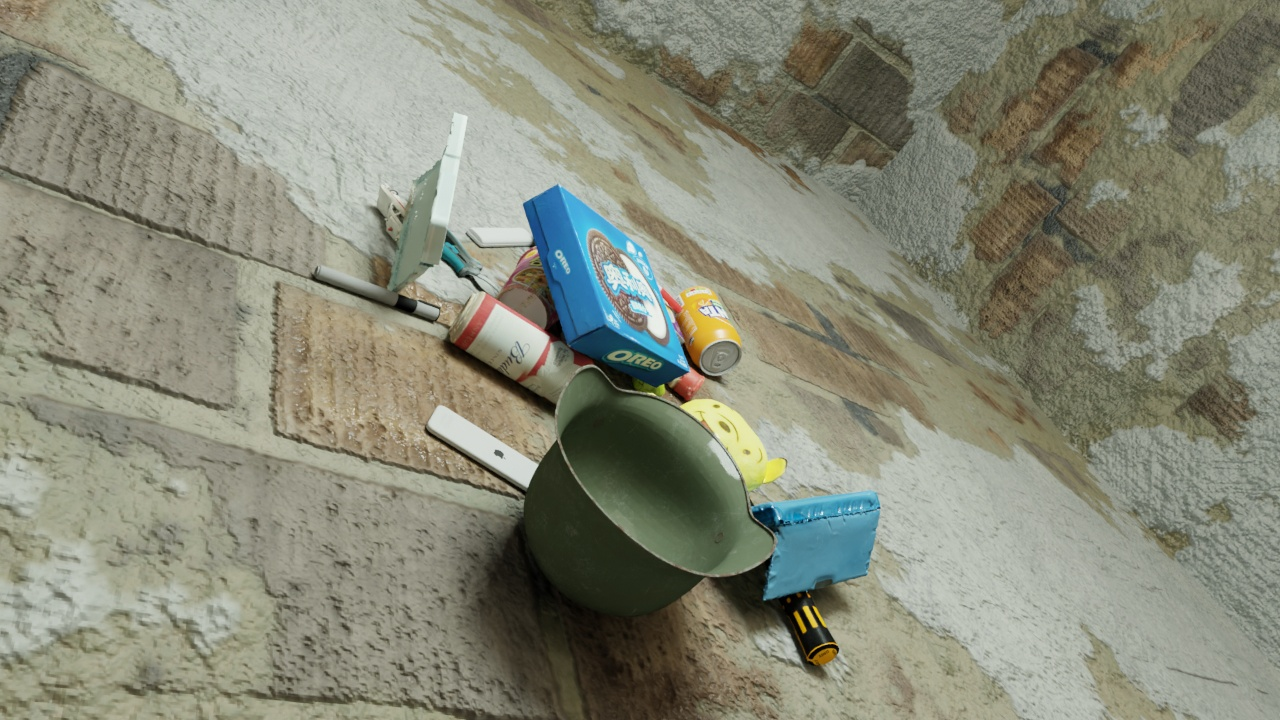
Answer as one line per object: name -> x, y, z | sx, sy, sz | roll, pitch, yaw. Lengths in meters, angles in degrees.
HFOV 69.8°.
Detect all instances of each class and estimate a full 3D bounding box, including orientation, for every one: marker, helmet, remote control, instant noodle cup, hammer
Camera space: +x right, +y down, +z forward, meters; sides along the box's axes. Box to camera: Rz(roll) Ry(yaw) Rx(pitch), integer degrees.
marker -> 0.022, -0.113, 1.355 | 0.142, 0.013, 0.012 | 44, 14, -43
marker -> -0.281, -0.072, 0.987 | 0.140, 0.016, 0.016 | 21, 29, -35
helmet -> -0.009, 0.133, 0.830 | 0.227, 0.154, 0.267 | 43, 29, 7
remote control -> -0.197, -0.177, 1.305 | 0.033, 0.012, 0.130 | 45, 24, 14
marker -> -0.088, -0.011, 1.164 | 0.011, 0.011, 0.152 | 20, 30, -36
instant noodle cup -> -0.130, -0.078, 1.135 | 0.097, 0.098, 0.108 | 37, 32, -4
remote control -> -0.142, 0.093, 0.897 | 0.146, 0.008, 0.045 | 34, 23, -11
hammer -> 0.146, 0.214, 1.067 | 0.123, 0.036, 0.320 | 19, 28, -30

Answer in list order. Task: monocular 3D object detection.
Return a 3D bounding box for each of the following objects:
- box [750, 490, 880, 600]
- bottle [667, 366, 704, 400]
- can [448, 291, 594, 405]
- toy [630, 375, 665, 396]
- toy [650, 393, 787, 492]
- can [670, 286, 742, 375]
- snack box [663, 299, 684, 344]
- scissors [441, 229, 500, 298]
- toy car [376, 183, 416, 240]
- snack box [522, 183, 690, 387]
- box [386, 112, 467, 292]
box -> 0.186, 0.207, 1.019 | 0.231, 0.094, 0.102 | 5, 67, -50
bottle -> 0.036, 0.008, 1.269 | 0.109, 0.044, 0.044 | 38, 23, 1
can -> -0.129, -0.009, 1.028 | 0.170, 0.067, 0.067 | 32, 24, -15
toy -> -0.007, 0.007, 1.219 | 0.094, 0.036, 0.093 | 10, 44, -45
toy -> 0.046, 0.100, 1.029 | 0.213, 0.084, 0.149 | 0, 48, -35
can -> 0.102, -0.047, 1.416 | 0.079, 0.079, 0.142 | 23, 28, -32
snack box -> -0.004, -0.100, 1.355 | 0.148, 0.041, 0.143 | 46, 15, -35
scissors -> -0.237, -0.135, 1.166 | 0.153, 0.019, 0.127 | 26, 28, -31
toy car -> -0.293, -0.166, 1.120 | 0.038, 0.039, 0.113 | -25, 63, -41
snack box -> -0.037, -0.083, 1.121 | 0.238, 0.056, 0.195 | 26, 40, -61
box -> -0.235, -0.177, 1.036 | 0.049, 0.137, 0.196 | 25, 42, -26
